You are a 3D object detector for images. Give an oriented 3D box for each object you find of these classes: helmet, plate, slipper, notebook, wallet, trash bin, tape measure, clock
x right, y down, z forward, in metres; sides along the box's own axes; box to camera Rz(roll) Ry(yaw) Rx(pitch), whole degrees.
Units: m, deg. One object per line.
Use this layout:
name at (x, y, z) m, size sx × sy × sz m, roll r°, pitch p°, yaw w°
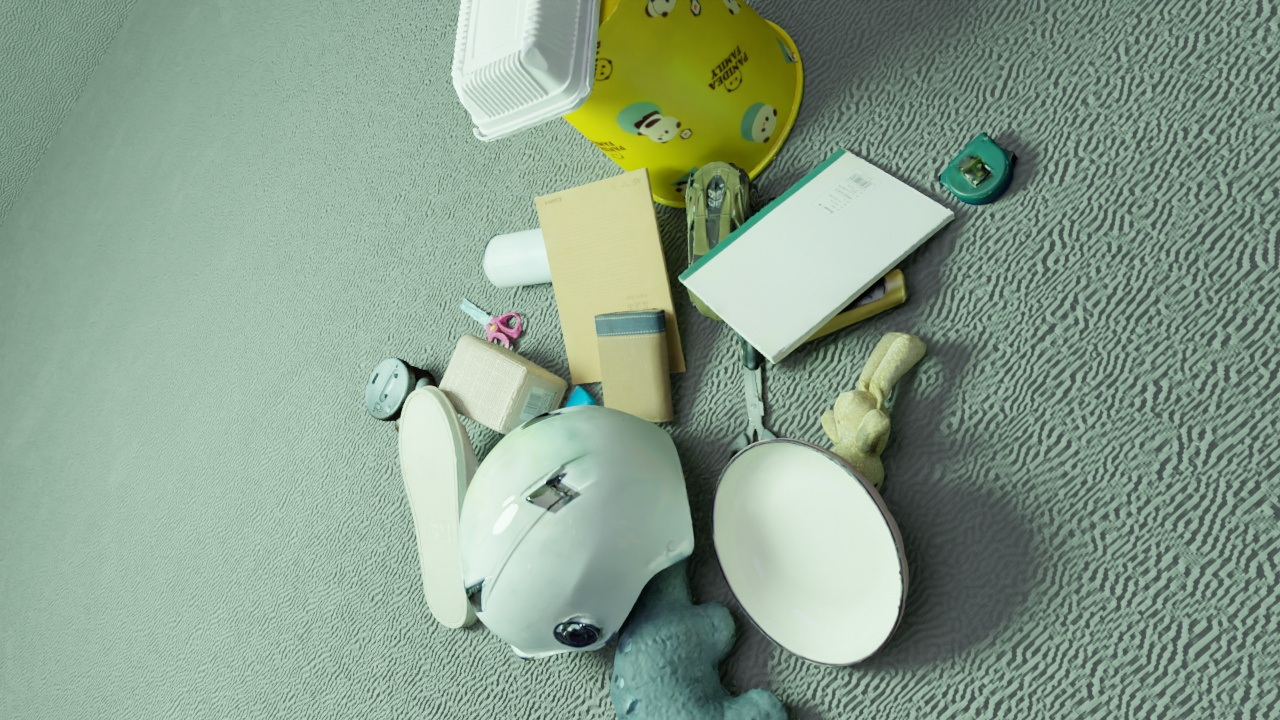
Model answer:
helmet at (-0.086, 0.146, 0.859) m, size 0.259 × 0.146 × 0.228 m, roll -40°, pitch 31°, yaw 18°
plate at (0.141, 0.154, 0.758) m, size 0.193 × 0.038 × 0.192 m, roll 17°, pitch 114°, yaw 44°
slipper at (-0.214, 0.163, 1.032) m, size 0.114 × 0.054 × 0.274 m, roll -7°, pitch 92°, yaw 41°
notebook at (0.155, -0.103, 0.839) m, size 0.209 × 0.012 × 0.150 m, roll -39°, pitch 48°, yaw -5°
wallet at (-0.006, 0.006, 0.943) m, size 0.090 × 0.033 × 0.115 m, roll -3°, pitch 95°, yaw 39°
trash bin at (0.002, -0.309, 0.922) m, size 0.230 × 0.255 × 0.229 m, roll -14°, pitch 65°, yaw 34°
notebook at (-0.033, -0.084, 0.973) m, size 0.150 × 0.012 × 0.211 m, roll -7°, pitch 97°, yaw 36°
tape measure at (0.293, -0.163, 0.793) m, size 0.058 × 0.025 × 0.054 m, roll -47°, pitch 51°, yaw 17°
clock at (-0.298, 0.047, 1.166) m, size 0.122 × 0.055 × 0.082 m, roll 33°, pitch 95°, yaw 40°

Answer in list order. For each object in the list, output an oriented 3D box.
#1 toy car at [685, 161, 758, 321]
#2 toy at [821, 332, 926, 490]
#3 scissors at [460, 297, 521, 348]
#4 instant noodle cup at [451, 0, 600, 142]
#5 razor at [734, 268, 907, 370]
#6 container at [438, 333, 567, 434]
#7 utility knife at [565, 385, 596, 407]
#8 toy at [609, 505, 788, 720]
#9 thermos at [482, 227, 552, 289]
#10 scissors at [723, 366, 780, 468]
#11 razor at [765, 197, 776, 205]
toy car at (0.080, -0.118, 0.915) m, size 0.070 × 0.042 × 0.158 m, roll -1°, pitch 93°, yaw 27°
toy at (0.196, 0.047, 0.779) m, size 0.157 × 0.066 × 0.105 m, roll -65°, pitch 17°, yaw -5°
scissors at (-0.190, -0.053, 1.144) m, size 0.135 × 0.017 × 0.064 m, roll 39°, pitch 100°, yaw 44°
instant noodle cup at (-0.105, -0.289, 0.792) m, size 0.138 × 0.060 × 0.173 m, roll -9°, pitch 68°, yaw 36°
razor at (0.160, -0.042, 0.834) m, size 0.168 × 0.067 × 0.062 m, roll -20°, pitch 63°, yaw 25°
container at (-0.153, 0.035, 1.036) m, size 0.111 × 0.089 × 0.090 m, roll 23°, pitch 89°, yaw 37°
utility knife at (-0.102, 0.123, 1.001) m, size 0.034 × 0.018 × 0.202 m, roll 25°, pitch 86°, yaw 38°
toy at (0.048, 0.296, 0.794) m, size 0.138 × 0.091 × 0.356 m, roll -23°, pitch 59°, yaw -2°
thermos at (-0.078, -0.122, 1.045) m, size 0.225 × 0.073 × 0.073 m, roll -3°, pitch 73°, yaw 37°
scissors at (0.117, 0.046, 0.870) m, size 0.142 × 0.014 × 0.173 m, roll 29°, pitch 90°, yaw 42°
razor at (0.169, -0.122, 0.879) m, size 0.042 × 0.022 × 0.143 m, roll -38°, pitch 47°, yaw -11°
